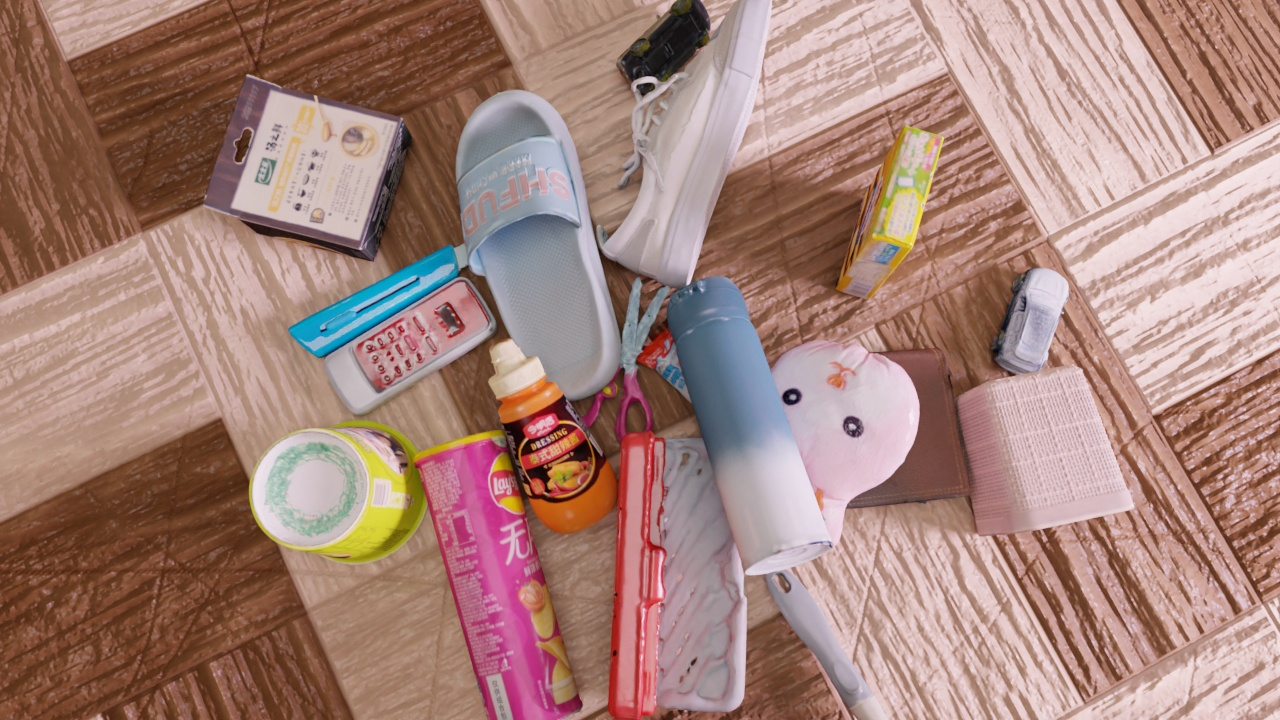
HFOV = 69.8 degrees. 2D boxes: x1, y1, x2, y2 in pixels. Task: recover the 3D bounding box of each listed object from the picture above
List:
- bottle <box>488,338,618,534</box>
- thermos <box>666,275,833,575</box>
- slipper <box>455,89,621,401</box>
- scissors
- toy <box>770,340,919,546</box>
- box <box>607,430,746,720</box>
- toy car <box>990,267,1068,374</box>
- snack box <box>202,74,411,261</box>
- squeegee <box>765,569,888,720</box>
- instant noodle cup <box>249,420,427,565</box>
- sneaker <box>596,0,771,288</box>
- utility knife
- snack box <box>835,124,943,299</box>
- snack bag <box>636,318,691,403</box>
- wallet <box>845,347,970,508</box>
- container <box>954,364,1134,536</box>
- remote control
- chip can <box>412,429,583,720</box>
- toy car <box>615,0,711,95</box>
[{"bbox_3d":[-0.071,0.053,0.679,0.066,0.067,0.149,-26,100,-6],"label":"bottle"},{"bbox_3d":[0.073,0.040,0.662,0.070,0.070,0.220,-14,65,-4],"label":"thermos"},{"bbox_3d":[-0.087,-0.086,0.701,0.104,0.074,0.245,-20,84,22],"label":"slipper"},{"bbox_3d":[-0.002,0.003,0.716,0.083,0.017,0.138,31,96,9],"label":"scissors"},{"bbox_3d":[0.136,0.063,0.689,0.121,0.054,0.159,25,97,26],"label":"toy"},{"bbox_3d":[0.032,0.154,0.669,0.101,0.095,0.201,2,80,1],"label":"box"},{"bbox_3d":[0.316,-0.033,0.738,0.043,0.034,0.090,23,79,5],"label":"toy car"},{"bbox_3d":[-0.261,-0.151,0.730,0.125,0.053,0.113,14,81,1],"label":"snack box"},{"bbox_3d":[0.168,0.259,0.683,0.246,0.039,0.246,-32,83,-6],"label":"squeegee"},{"bbox_3d":[-0.218,0.092,0.655,0.111,0.123,0.111,0,81,-1],"label":"instant noodle cup"},{"bbox_3d":[0.033,-0.182,0.732,0.091,0.089,0.242,19,87,6],"label":"sneaker"},{"bbox_3d":[-0.202,-0.051,0.733,0.159,0.018,0.034,-31,82,-8],"label":"utility knife"},{"bbox_3d":[0.185,-0.106,0.691,0.034,0.140,0.087,18,81,3],"label":"snack box"},{"bbox_3d":[0.043,0.015,0.725,0.048,0.026,0.104,-43,83,6],"label":"snack bag"},{"bbox_3d":[0.197,0.052,0.722,0.101,0.032,0.124,-7,80,0],"label":"wallet"},{"bbox_3d":[0.297,0.069,0.694,0.090,0.090,0.111,-11,78,-3],"label":"container"},{"bbox_3d":[-0.182,-0.012,0.726,0.136,0.020,0.056,-32,84,-7],"label":"remote control"},{"bbox_3d":[-0.105,0.162,0.675,0.071,0.071,0.210,-17,82,-5],"label":"chip can"},{"bbox_3d":[0.020,-0.263,0.762,0.090,0.042,0.035,-45,40,-7],"label":"toy car"}]
